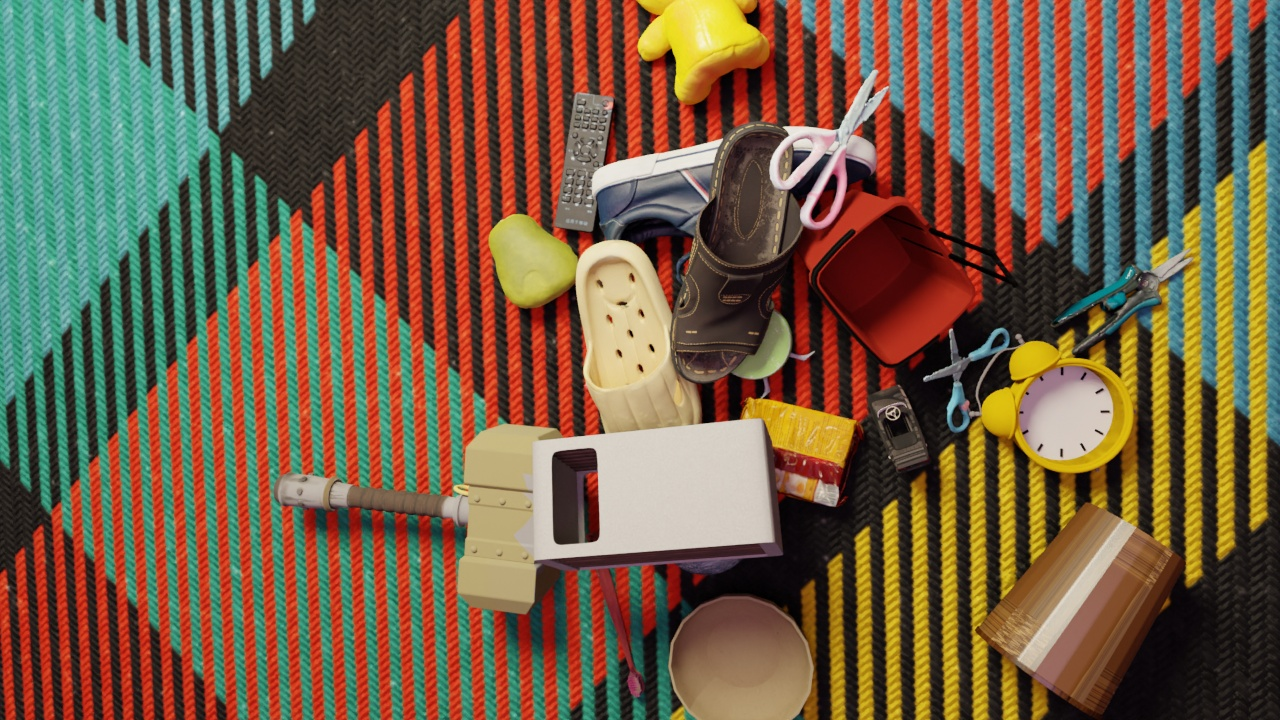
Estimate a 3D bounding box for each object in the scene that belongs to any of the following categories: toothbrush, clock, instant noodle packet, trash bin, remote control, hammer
[{"bbox_3d":[-0.029,0.286,1.032,0.016,0.016,0.190,-17,90,12],"label":"toothbrush"},{"bbox_3d":[0.414,0.046,0.920,0.152,0.052,0.113,29,98,4],"label":"clock"},{"bbox_3d":[0.164,0.097,0.975,0.135,0.039,0.098,13,98,10],"label":"instant noodle packet"},{"bbox_3d":[0.018,0.138,0.910,0.229,0.114,0.114,-7,71,11],"label":"trash bin"},{"bbox_3d":[0.116,-0.026,0.976,0.094,0.042,0.119,-44,84,9],"label":"clock"},{"bbox_3d":[-0.060,-0.217,1.013,0.047,0.022,0.150,10,93,11],"label":"remote control"},{"bbox_3d":[-0.255,0.161,1.026,0.325,0.100,0.190,5,93,11],"label":"hammer"}]

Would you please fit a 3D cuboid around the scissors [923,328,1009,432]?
[{"bbox_3d":[0.332,0.008,0.921,0.133,0.135,0.015,-40,45,-17],"label":"scissors"}]

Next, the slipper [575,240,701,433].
[{"bbox_3d":[-0.006,0.006,0.955,0.111,0.079,0.261,-11,107,10],"label":"slipper"}]

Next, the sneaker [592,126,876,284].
[{"bbox_3d":[0.097,-0.153,0.944,0.295,0.120,0.127,-9,78,14],"label":"sneaker"}]

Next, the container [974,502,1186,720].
[{"bbox_3d":[0.431,0.235,0.891,0.132,0.132,0.167,34,92,7],"label":"container"}]

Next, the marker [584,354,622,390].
[{"bbox_3d":[-0.006,-0.011,1.016,0.142,0.012,0.013,-38,85,11],"label":"marker"}]

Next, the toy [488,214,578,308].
[{"bbox_3d":[-0.122,-0.114,1.013,0.090,0.051,0.110,-32,84,8],"label":"toy"}]

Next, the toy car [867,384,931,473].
[{"bbox_3d":[0.265,0.069,0.941,0.040,0.037,0.092,-21,56,12],"label":"toy car"}]

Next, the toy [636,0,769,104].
[{"bbox_3d":[0.046,-0.374,0.952,0.135,0.087,0.194,-22,89,15],"label":"toy"}]

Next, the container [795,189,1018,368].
[{"bbox_3d":[0.238,-0.074,0.855,0.127,0.200,0.148,-42,115,9],"label":"container"}]

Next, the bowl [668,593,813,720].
[{"bbox_3d":[0.109,0.321,0.990,0.152,0.050,0.152,1,93,11],"label":"bowl"}]

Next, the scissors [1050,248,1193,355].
[{"bbox_3d":[0.478,-0.064,0.917,0.142,0.019,0.127,7,93,8],"label":"scissors"}]

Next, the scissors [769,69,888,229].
[{"bbox_3d":[0.178,-0.215,0.855,0.103,0.016,0.178,34,79,-31],"label":"scissors"}]

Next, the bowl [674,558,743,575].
[{"bbox_3d":[0.067,0.179,0.987,0.114,0.060,0.114,0,91,11],"label":"bowl"}]

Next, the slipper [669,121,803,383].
[{"bbox_3d":[0.094,-0.092,0.880,0.113,0.075,0.268,5,116,-17],"label":"slipper"}]
